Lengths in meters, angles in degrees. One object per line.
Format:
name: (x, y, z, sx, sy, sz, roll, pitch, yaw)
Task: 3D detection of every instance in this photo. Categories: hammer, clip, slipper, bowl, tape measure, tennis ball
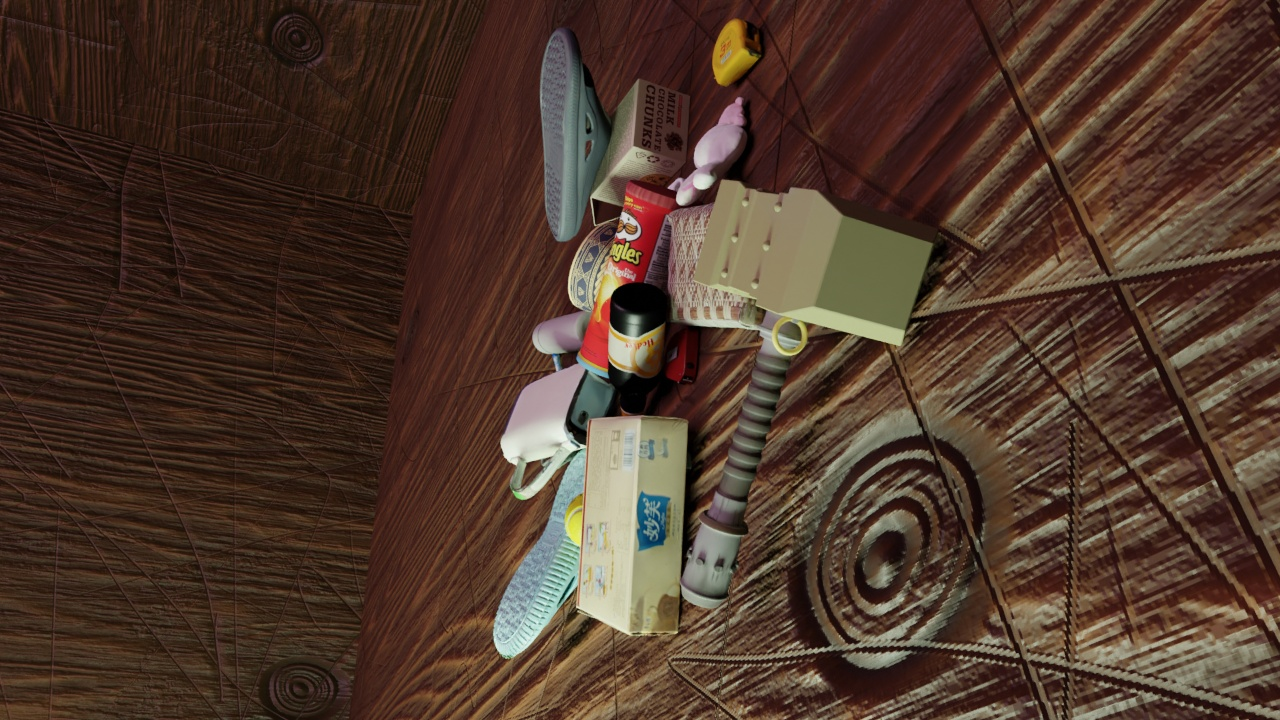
hammer: (0.091, 0.036, 0.709, 0.190, 0.100, 0.325, -144, 68, -67)
clip: (-0.114, 0.132, 1.269, 0.076, 0.043, 0.023, 145, 135, -61)
slipper: (-0.093, 0.235, 1.113, 0.275, 0.069, 0.116, -66, 20, -11)
bowl: (-0.029, -0.105, 1.115, 0.061, 0.112, 0.112, 26, 107, 24)
slipper: (-0.074, -0.275, 1.150, 0.110, 0.083, 0.269, -120, 29, -49)
tape measure: (0.041, -0.001, 0.966, 0.051, 0.019, 0.059, 149, 130, -62)
tape measure: (0.102, -0.331, 0.980, 0.068, 0.030, 0.058, -36, 45, 56)
tennis ball: (-0.053, 0.180, 1.039, 0.065, 0.065, 0.065, -168, 91, -69)

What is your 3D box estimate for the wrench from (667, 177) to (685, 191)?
wrench: (-0.006, -0.170, 1.182, 0.274, 0.018, 0.066, 151, 128, -61)

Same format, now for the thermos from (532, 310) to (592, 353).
thermos: (-0.102, -0.038, 1.298, 0.224, 0.052, 0.052, 175, 106, -68)

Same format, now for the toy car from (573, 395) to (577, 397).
toy car: (-0.107, 0.079, 1.268, 0.112, 0.034, 0.046, -33, 53, 52)

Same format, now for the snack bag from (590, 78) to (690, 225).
snack bag: (-0.016, -0.257, 1.182, 0.207, 0.069, 0.094, 146, 133, -61)

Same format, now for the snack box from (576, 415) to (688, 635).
snack box: (-0.011, 0.162, 0.935, 0.153, 0.055, 0.207, 169, 106, -66)

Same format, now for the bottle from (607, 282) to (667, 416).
bottle: (-0.006, 0.006, 0.994, 0.059, 0.059, 0.182, -106, 15, -51)

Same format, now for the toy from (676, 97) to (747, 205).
toy: (0.081, -0.218, 0.954, 0.076, 0.037, 0.125, -17, 42, 62)

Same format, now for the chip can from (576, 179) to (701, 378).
chip can: (-0.004, -0.089, 1.038, 0.087, 0.087, 0.214, -126, 51, -63)

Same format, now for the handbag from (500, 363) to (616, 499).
handbag: (-0.111, 0.102, 1.149, 0.152, 0.074, 0.175, -21, 39, 44)

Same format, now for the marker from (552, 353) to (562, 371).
marker: (-0.126, 0.004, 1.389, 0.141, 0.013, 0.013, -110, 38, -53)

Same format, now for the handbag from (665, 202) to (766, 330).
handbag: (0.077, -0.094, 0.895, 0.186, 0.047, 0.124, -170, 84, -69)

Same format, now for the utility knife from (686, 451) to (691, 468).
utility knife: (0.012, 0.108, 0.985, 0.207, 0.015, 0.031, 166, 112, -69)
